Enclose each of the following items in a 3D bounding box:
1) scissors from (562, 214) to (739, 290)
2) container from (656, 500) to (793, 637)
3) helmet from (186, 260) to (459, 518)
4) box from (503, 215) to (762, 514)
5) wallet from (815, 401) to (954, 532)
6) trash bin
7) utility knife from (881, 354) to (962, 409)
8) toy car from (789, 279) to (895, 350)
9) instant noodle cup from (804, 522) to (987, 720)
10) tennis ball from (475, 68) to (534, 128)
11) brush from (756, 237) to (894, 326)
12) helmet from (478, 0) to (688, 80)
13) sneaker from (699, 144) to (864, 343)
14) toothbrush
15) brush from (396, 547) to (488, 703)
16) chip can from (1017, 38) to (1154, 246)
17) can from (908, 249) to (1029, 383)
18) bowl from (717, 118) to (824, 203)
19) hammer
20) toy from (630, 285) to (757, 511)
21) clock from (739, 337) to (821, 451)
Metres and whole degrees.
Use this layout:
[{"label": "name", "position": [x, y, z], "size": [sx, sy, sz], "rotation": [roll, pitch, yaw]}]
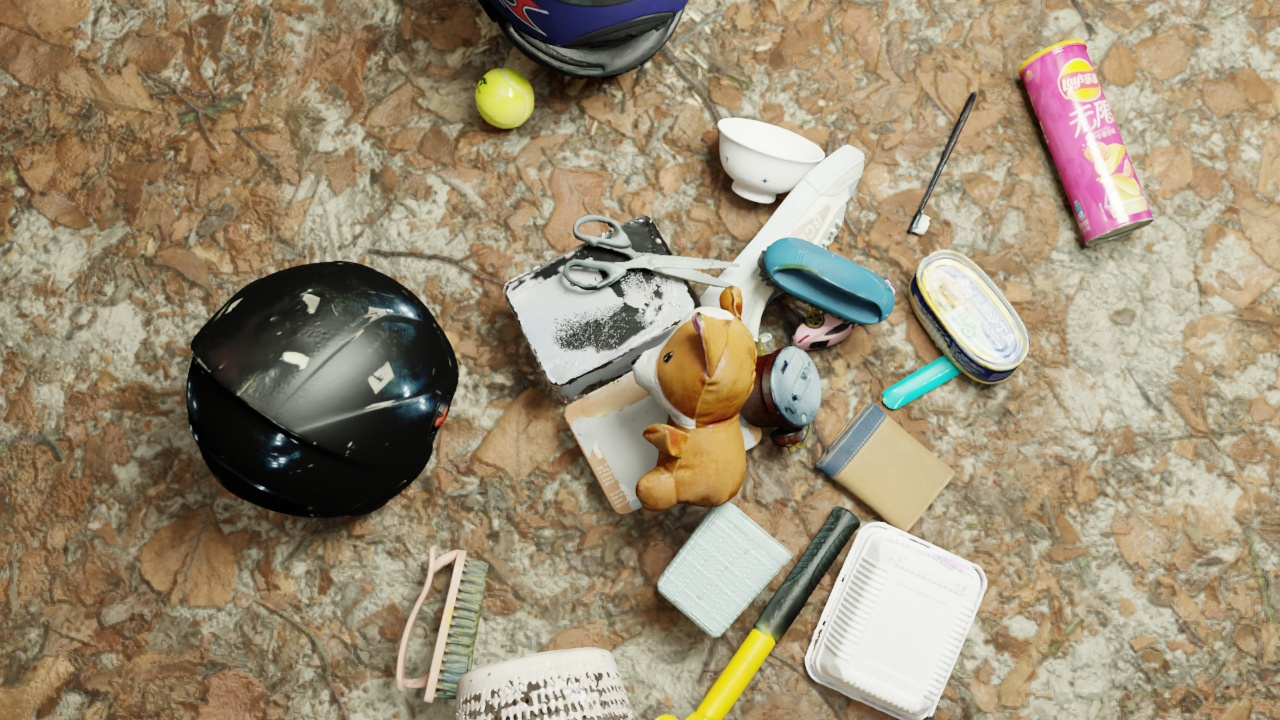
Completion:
[{"label": "scissors", "position": [0.007, -0.105, 0.917], "size": [0.168, 0.014, 0.156], "rotation": [-28, 74, -4]}, {"label": "container", "position": [0.079, 0.204, 0.909], "size": [0.090, 0.090, 0.111], "rotation": [40, 86, 8]}, {"label": "helmet", "position": [-0.304, 0.015, 0.894], "size": [0.233, 0.231, 0.274], "rotation": [35, 63, 6]}, {"label": "box", "position": [-0.005, 0.007, 0.949], "size": [0.178, 0.105, 0.260], "rotation": [-27, 74, -4]}, {"label": "wallet", "position": [0.253, 0.111, 0.949], "size": [0.115, 0.033, 0.090], "rotation": [39, 86, 7]}, {"label": "trash bin", "position": [-0.083, 0.372, 0.832], "size": [0.227, 0.228, 0.192], "rotation": [-11, 67, -1]}, {"label": "utility knife", "position": [0.323, 0.007, 0.975], "size": [0.151, 0.013, 0.029], "rotation": [-30, 77, -1]}, {"label": "toy car", "position": [0.214, -0.044, 0.965], "size": [0.122, 0.056, 0.037], "rotation": [-27, 76, -3]}, {"label": "instant noodle cup", "position": [0.253, 0.260, 0.898], "size": [0.138, 0.060, 0.173], "rotation": [24, 87, 5]}, {"label": "tennis ball", "position": [-0.150, -0.290, 1.016], "size": [0.065, 0.065, 0.065], "rotation": [0, 80, 2]}, {"label": "brush", "position": [0.186, -0.077, 0.891], "size": [0.144, 0.073, 0.055], "rotation": [23, 82, -14]}, {"label": "helmet", "position": [-0.057, -0.411, 0.941], "size": [0.247, 0.241, 0.315], "rotation": [-20, 69, -3]}, {"label": "sneaker", "position": [0.171, -0.119, 0.964], "size": [0.091, 0.089, 0.242], "rotation": [41, 84, 5]}, {"label": "toothbrush", "position": [0.338, -0.219, 1.014], "size": [0.018, 0.016, 0.181], "rotation": [25, 82, 0]}, {"label": "brush", "position": [-0.197, 0.262, 0.918], "size": [0.073, 0.063, 0.145], "rotation": [12, 79, -7]}, {"label": "chip can", "position": [0.476, -0.232, 0.983], "size": [0.071, 0.071, 0.210], "rotation": [-16, 80, -1]}, {"label": "can", "position": [0.340, -0.046, 0.954], "size": [0.074, 0.049, 0.148], "rotation": [-31, 71, -3]}, {"label": "bowl", "position": [0.130, -0.209, 0.986], "size": [0.118, 0.118, 0.065], "rotation": [21, 119, 5]}, {"label": "hammer", "position": [0.122, 0.268, 0.895], "size": [0.033, 0.129, 0.300], "rotation": [27, 68, 36]}, {"label": "toy", "position": [0.050, 0.035, 0.850], "size": [0.130, 0.139, 0.200], "rotation": [16, 115, 7]}, {"label": "clock", "position": [0.146, 0.039, 0.936], "size": [0.122, 0.055, 0.081], "rotation": [52, 51, -26]}]
